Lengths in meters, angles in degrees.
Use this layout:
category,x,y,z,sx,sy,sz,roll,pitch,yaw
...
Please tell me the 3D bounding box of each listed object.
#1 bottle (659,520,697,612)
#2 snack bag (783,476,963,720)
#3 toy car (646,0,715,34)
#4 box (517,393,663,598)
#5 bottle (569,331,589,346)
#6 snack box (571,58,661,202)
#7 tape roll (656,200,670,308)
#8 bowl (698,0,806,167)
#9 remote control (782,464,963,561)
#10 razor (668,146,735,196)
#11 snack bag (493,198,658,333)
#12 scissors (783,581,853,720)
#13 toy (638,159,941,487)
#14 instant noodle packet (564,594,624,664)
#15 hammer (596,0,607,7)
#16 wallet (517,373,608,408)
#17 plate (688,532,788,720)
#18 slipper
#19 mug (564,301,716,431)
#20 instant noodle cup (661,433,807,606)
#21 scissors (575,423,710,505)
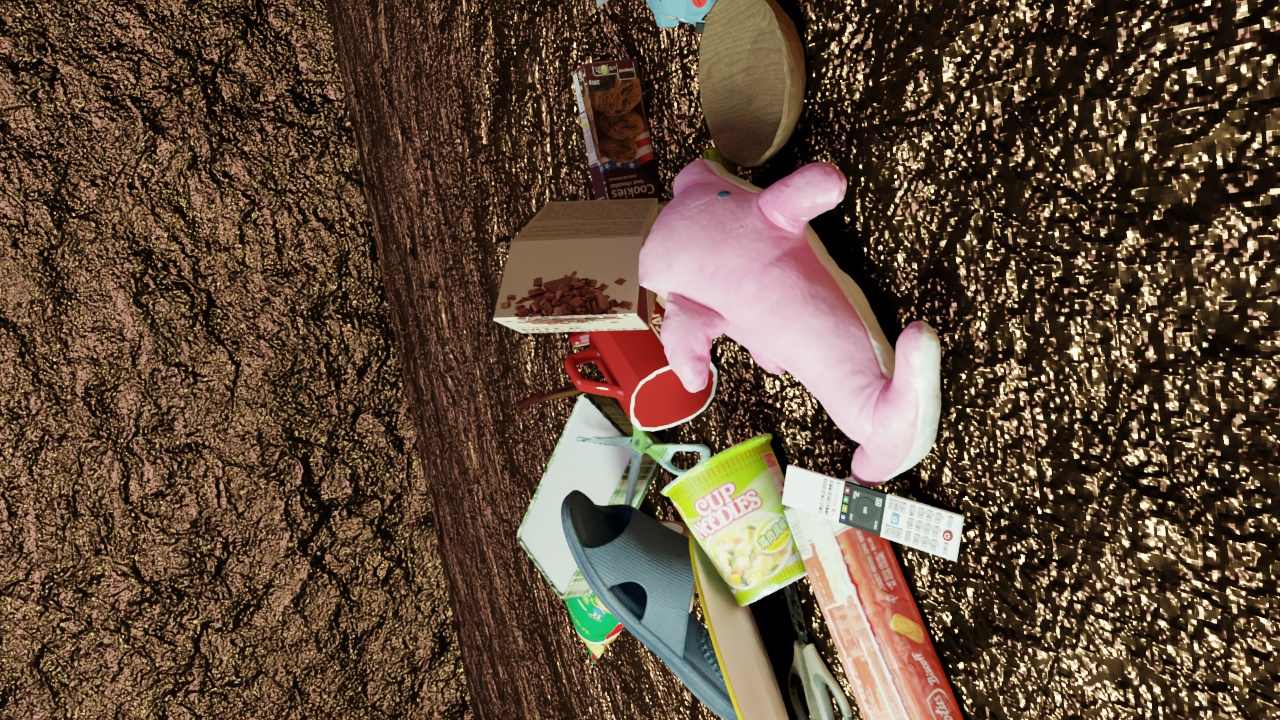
category,x,y,z,sx,sy,sz,roll,pitch,yaw
bottle,0.030,0.218,0.920,0.063,0.063,0.108,-149,50,-61
snack bag,0.163,0.192,0.618,0.225,0.041,0.078,69,157,16
toy car,0.029,-0.279,0.693,0.108,0.027,0.060,-137,40,-55
box,-0.057,0.146,0.993,0.117,0.050,0.206,42,115,43
bottle,-0.060,-0.074,0.929,0.099,0.098,0.111,1,109,68
snack box,-0.020,-0.195,0.829,0.032,0.051,0.141,-176,74,-67
tape roll,0.032,-0.091,0.793,0.094,0.027,0.094,167,90,-68
bowl,0.079,-0.191,0.617,0.118,0.030,0.118,167,90,-68
remote control,0.145,0.094,0.583,0.124,0.011,0.028,13,99,43
razor,0.046,-0.143,0.740,0.106,0.026,0.042,-171,68,-71
snack bag,-0.040,-0.066,0.690,0.206,0.094,0.070,-75,-17,-68
scissors,0.128,0.233,0.754,0.169,0.012,0.133,61,151,29
toy,0.077,-0.028,0.591,0.265,0.127,0.187,53,157,30
instant noodle packet,-0.053,0.229,1.091,0.195,0.090,0.253,67,151,27
hammer,0.007,-0.363,0.693,0.323,0.043,0.156,141,114,-69
wallet,-0.070,0.029,0.988,0.092,0.115,0.018,156,99,-68
plate,0.089,0.246,0.745,0.229,0.021,0.230,-20,-91,-84
slipper,0.033,0.211,0.829,0.263,0.083,0.101,49,-162,-5
mug,-0.005,0.005,0.816,0.081,0.116,0.096,91,155,-44
instant noodle cup,0.084,0.126,0.712,0.108,0.098,0.099,63,155,15
scissors,-0.001,0.081,0.898,0.172,0.021,0.171,0,77,36
